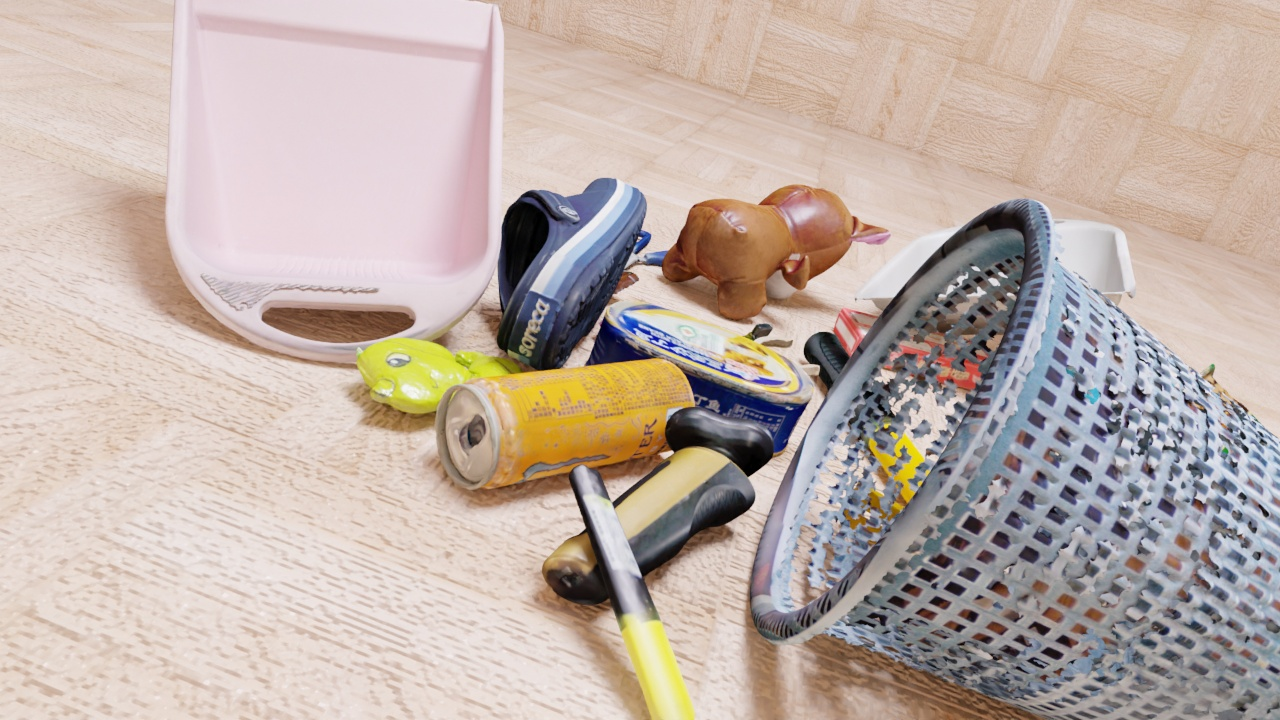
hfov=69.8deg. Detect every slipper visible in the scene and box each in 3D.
[{"bbox_3d":[-0.062,-0.069,0.655,0.095,0.105,0.252,27,25,-3],"label":"slipper"}]

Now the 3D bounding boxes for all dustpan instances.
[{"bbox_3d":[-0.191,-0.140,0.604,0.222,0.273,0.139,-1,5,-17],"label":"dustpan"},{"bbox_3d":[0.346,-0.102,0.876,0.223,0.142,0.257,1,-9,28],"label":"dustpan"}]

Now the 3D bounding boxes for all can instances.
[{"bbox_3d":[0.039,0.011,0.610,0.148,0.049,0.074,21,30,-2],"label":"can"},{"bbox_3d":[-0.038,0.033,0.513,0.145,0.058,0.058,-6,32,-43],"label":"can"}]

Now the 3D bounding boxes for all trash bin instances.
[{"bbox_3d":[0.189,0.073,0.420,0.195,0.227,0.226,31,24,-1],"label":"trash bin"}]

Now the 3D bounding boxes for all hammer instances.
[{"bbox_3d":[0.171,0.054,0.644,0.128,0.033,0.300,12,23,-14],"label":"hammer"}]

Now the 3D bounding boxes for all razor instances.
[{"bbox_3d":[0.009,0.072,0.468,0.067,0.062,0.167,55,37,5],"label":"razor"}]

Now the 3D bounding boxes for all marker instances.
[{"bbox_3d":[-0.007,0.097,0.388,0.018,0.015,0.124,1,50,-35],"label":"marker"}]

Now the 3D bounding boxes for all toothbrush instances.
[{"bbox_3d":[0.053,-0.020,0.727,0.185,0.017,0.012,-5,48,-52],"label":"toothbrush"}]

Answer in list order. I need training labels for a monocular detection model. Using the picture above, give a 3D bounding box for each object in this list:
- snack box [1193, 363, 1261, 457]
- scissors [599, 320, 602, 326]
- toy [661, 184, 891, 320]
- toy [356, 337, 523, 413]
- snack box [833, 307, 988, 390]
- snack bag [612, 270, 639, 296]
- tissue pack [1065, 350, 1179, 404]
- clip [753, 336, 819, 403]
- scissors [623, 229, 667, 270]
[{"bbox_3d":[0.329,0.090,0.540,0.118,0.118,0.105,-29,61,-34],"label":"snack box"},{"bbox_3d":[-0.004,0.004,0.659,0.054,0.017,0.133,20,25,-14],"label":"scissors"},{"bbox_3d":[0.129,-0.108,0.880,0.199,0.131,0.140,-27,47,-30],"label":"toy"},{"bbox_3d":[-0.118,0.010,0.545,0.100,0.031,0.096,17,19,-9],"label":"toy"},{"bbox_3d":[0.262,-0.008,0.854,0.153,0.025,0.075,14,22,-8],"label":"snack box"},{"bbox_3d":[-0.046,-0.082,0.804,0.048,0.026,0.104,-31,41,-15],"label":"snack bag"},{"bbox_3d":[0.439,0.017,0.870,0.139,0.063,0.090,-2,28,-38],"label":"tissue pack"},{"bbox_3d":[0.089,0.012,0.679,0.102,0.035,0.094,-13,36,-42],"label":"clip"},{"bbox_3d":[0.002,-0.101,0.905,0.155,0.012,0.166,11,25,-12],"label":"scissors"}]
